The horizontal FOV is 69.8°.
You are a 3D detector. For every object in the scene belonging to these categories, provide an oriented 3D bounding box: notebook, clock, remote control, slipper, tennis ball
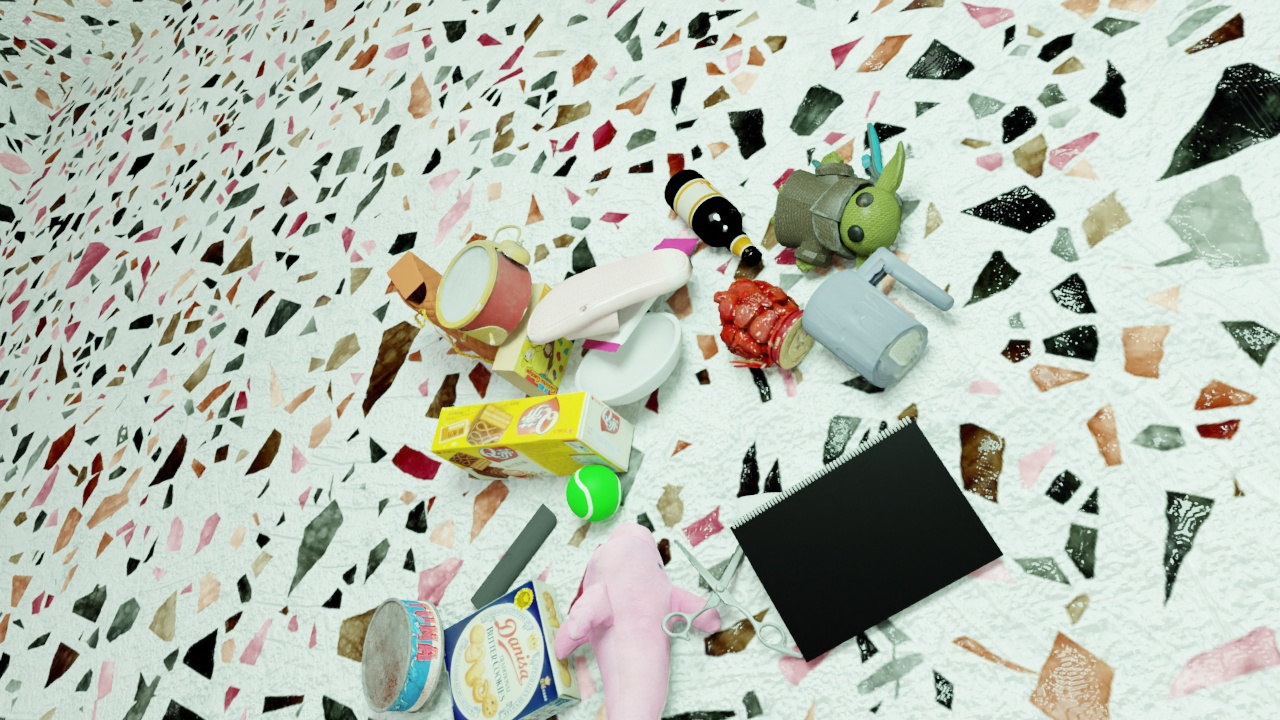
[{"bbox_3d":[0.207,0.168,0.868,0.207,0.016,0.149,-34,72,14],"label":"notebook"},{"bbox_3d":[-0.186,-0.098,1.168,0.117,0.081,0.158,7,76,48],"label":"clock"},{"bbox_3d":[-0.153,0.240,1.113,0.033,0.015,0.146,34,86,42],"label":"remote control"},{"bbox_3d":[-0.039,-0.078,1.134,0.222,0.056,0.106,-22,35,6],"label":"slipper"},{"bbox_3d":[-0.054,0.153,1.061,0.065,0.065,0.065,-17,55,26],"label":"tennis ball"}]

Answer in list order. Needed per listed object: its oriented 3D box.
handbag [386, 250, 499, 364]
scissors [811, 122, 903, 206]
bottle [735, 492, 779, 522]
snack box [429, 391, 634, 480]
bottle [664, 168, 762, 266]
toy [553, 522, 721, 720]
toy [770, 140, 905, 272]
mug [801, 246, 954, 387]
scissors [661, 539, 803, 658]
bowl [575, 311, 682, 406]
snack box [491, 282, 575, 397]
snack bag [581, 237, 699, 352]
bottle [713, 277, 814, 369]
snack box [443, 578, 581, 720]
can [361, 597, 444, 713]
[{"bbox_3d":[-0.263,-0.060,1.260,0.060,0.172,0.109,-44,48,5],"label":"handbag"},{"bbox_3d":[0.259,-0.224,1.097,0.125,0.019,0.154,-3,61,34],"label":"scissors"},{"bbox_3d":[0.163,0.149,0.926,0.136,0.044,0.044,-15,56,27],"label":"bottle"},{"bbox_3d":[-0.134,0.096,1.120,0.231,0.110,0.061,-8,59,31],"label":"snack box"},{"bbox_3d":[0.096,-0.174,1.154,0.059,0.059,0.181,-43,48,6],"label":"bottle"},{"bbox_3d":[-0.022,0.275,0.921,0.187,0.128,0.265,-18,53,19],"label":"toy"},{"bbox_3d":[0.220,-0.164,1.041,0.153,0.078,0.179,19,98,42],"label":"toy"},{"bbox_3d":[0.248,-0.047,0.956,0.124,0.084,0.104,-45,52,0],"label":"mug"},{"bbox_3d":[0.088,0.241,0.914,0.141,0.014,0.175,-32,57,-30],"label":"scissors"},{"bbox_3d":[-0.007,0.006,1.118,0.150,0.043,0.149,-26,33,18],"label":"bowl"},{"bbox_3d":[-0.134,-0.025,1.206,0.040,0.088,0.125,2,65,36],"label":"snack box"},{"bbox_3d":[0.001,-0.086,1.170,0.070,0.016,0.196,8,55,50],"label":"snack bag"},{"bbox_3d":[0.132,-0.038,1.034,0.111,0.099,0.099,33,85,32],"label":"bottle"},{"bbox_3d":[-0.150,0.342,1.032,0.145,0.042,0.144,-33,50,15],"label":"snack box"},{"bbox_3d":[-0.284,0.350,1.090,0.130,0.044,0.129,-24,58,46],"label":"can"}]
